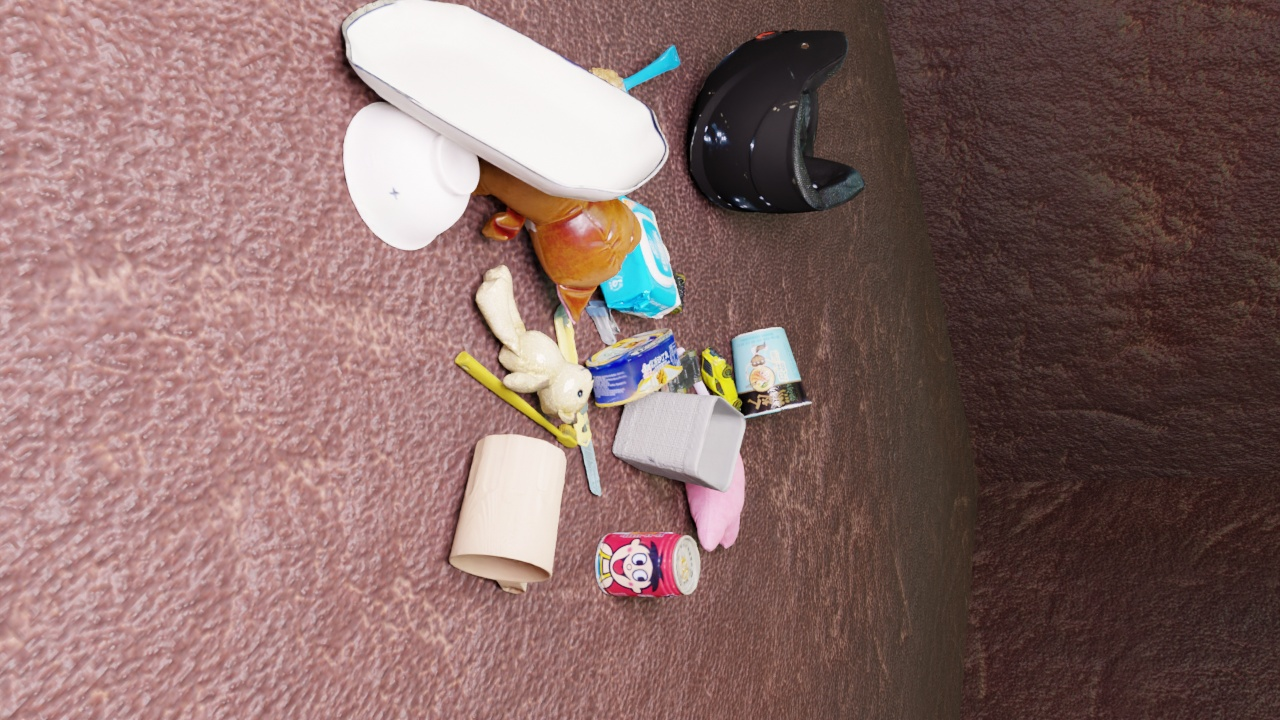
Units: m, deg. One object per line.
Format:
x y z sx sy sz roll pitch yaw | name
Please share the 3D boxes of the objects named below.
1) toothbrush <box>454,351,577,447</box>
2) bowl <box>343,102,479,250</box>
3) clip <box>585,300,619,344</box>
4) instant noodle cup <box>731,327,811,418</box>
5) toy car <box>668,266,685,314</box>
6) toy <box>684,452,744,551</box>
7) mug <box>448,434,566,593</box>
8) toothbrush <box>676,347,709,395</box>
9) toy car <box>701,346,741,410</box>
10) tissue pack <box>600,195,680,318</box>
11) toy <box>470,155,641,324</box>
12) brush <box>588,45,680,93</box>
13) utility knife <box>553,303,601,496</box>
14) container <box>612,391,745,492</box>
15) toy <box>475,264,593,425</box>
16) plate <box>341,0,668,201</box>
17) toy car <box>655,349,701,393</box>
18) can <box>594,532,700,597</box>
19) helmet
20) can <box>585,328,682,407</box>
-0.109 0.038 0.851 0.190 0.016 0.016 45 42 -51 | toothbrush
-0.167 -0.150 0.723 0.118 0.065 0.118 22 65 -60 | bowl
-0.038 -0.043 0.996 0.033 0.025 0.057 -65 145 -37 | clip
0.180 0.017 1.332 0.111 0.111 0.120 -3 80 -63 | instant noodle cup
0.024 -0.096 1.117 0.106 0.031 0.049 41 49 -54 | toy car
0.096 0.152 1.168 0.178 0.075 0.195 -44 127 -69 | toy
-0.107 0.133 0.783 0.125 0.084 0.103 85 11 -63 | mug
0.089 0.047 1.228 0.189 0.021 0.029 57 7 -39 | toothbrush
0.106 0.031 1.241 0.032 0.048 0.105 -30 127 -11 | toy car
-0.009 -0.113 0.996 0.090 0.063 0.140 12 59 -64 | tissue pack
-0.078 -0.141 0.846 0.140 0.130 0.199 -49 127 -12 | toy
-0.007 -0.326 1.077 0.253 0.046 0.083 -49 124 -47 | brush
-0.065 0.042 0.943 0.030 0.021 0.207 -22 109 -56 | utility knife
0.040 0.085 1.012 0.090 0.114 0.090 38 64 -54 | container
-0.097 -0.013 0.831 0.157 0.066 0.105 59 12 -20 | toy
-0.106 -0.201 0.717 0.161 0.266 0.034 -56 174 -47 | plate
0.047 0.015 1.135 0.090 0.035 0.042 -30 113 -56 | toy car
0.008 0.213 0.958 0.066 0.094 0.066 20 67 -60 | can
0.182 -0.324 1.256 0.274 0.230 0.234 -79 159 -48 | helmet
-0.006 0.006 0.995 0.147 0.075 0.049 -31 109 -61 | can
